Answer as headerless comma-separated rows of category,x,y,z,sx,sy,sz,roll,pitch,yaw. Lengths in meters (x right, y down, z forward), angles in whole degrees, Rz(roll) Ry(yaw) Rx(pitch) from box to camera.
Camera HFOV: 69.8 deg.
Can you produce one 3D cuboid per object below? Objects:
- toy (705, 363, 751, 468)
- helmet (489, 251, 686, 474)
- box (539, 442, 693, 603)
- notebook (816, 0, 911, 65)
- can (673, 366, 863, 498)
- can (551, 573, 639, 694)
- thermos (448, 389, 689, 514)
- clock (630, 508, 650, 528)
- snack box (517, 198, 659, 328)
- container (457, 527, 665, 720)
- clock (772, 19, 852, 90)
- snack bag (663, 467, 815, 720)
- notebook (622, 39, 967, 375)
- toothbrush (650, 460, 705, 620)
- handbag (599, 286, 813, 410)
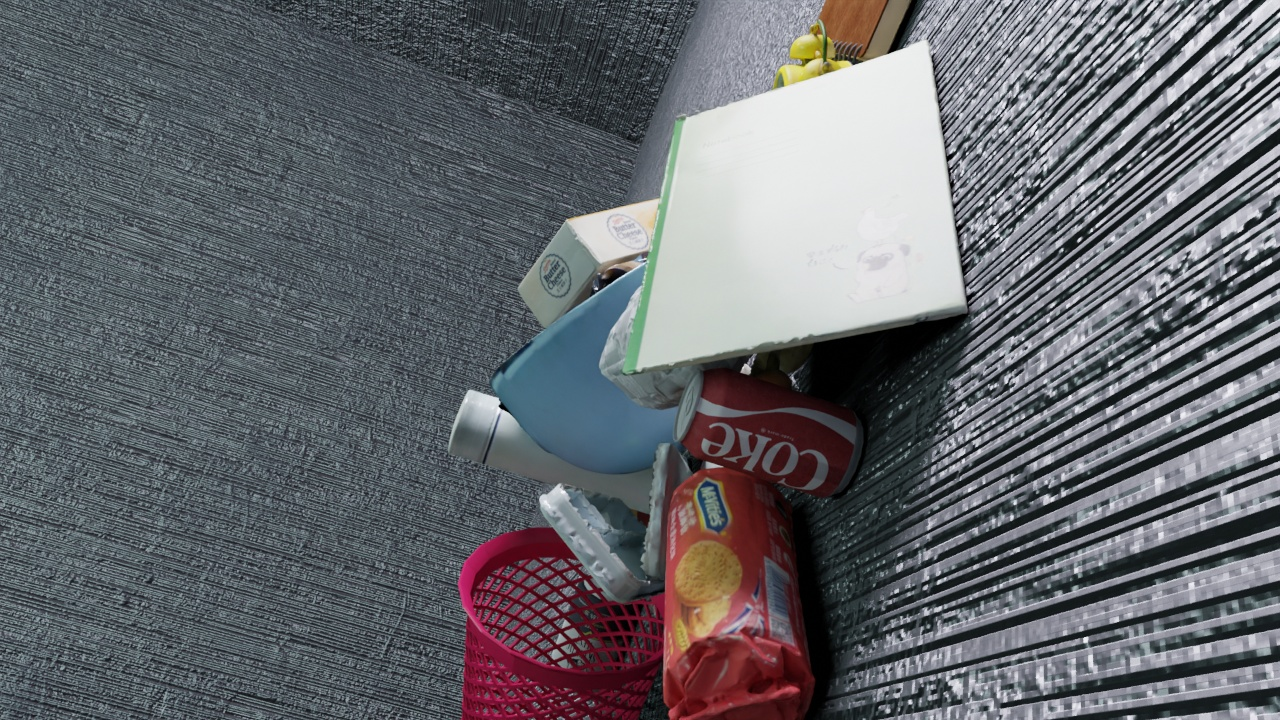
toy,0.070,0.068,0.686,0.075,0.037,0.126,-92,16,-59
helmet,-0.005,0.004,0.790,0.225,0.167,0.265,-37,-7,6
box,0.021,0.115,0.681,0.110,0.107,0.216,-39,-15,3
notebook,0.196,-0.325,0.758,0.225,0.024,0.168,-92,22,-69
can,0.071,0.039,0.516,0.054,0.096,0.054,-164,92,-83
can,-0.050,0.283,0.937,0.064,0.064,0.127,-99,28,-74
thermos,-0.069,0.093,0.897,0.068,0.230,0.068,-164,92,-83
clock,-0.018,0.123,1.019,0.158,0.081,0.117,-79,10,-45
snack box,-0.011,-0.103,0.909,0.207,0.057,0.104,-23,-19,-46
container,-0.076,0.287,0.775,0.183,0.183,0.226,-90,12,-68
clock,0.134,-0.198,0.699,0.083,0.057,0.119,-91,3,-47
snack bag,0.054,0.132,0.516,0.176,0.082,0.082,-84,14,-60
notebook,0.089,-0.098,0.548,0.010,0.182,0.251,58,-149,-39
toothbrush,0.043,0.141,0.793,0.018,0.015,0.181,-129,56,-73
handbag,0.060,-0.028,0.605,0.171,0.123,0.113,-49,11,-26
